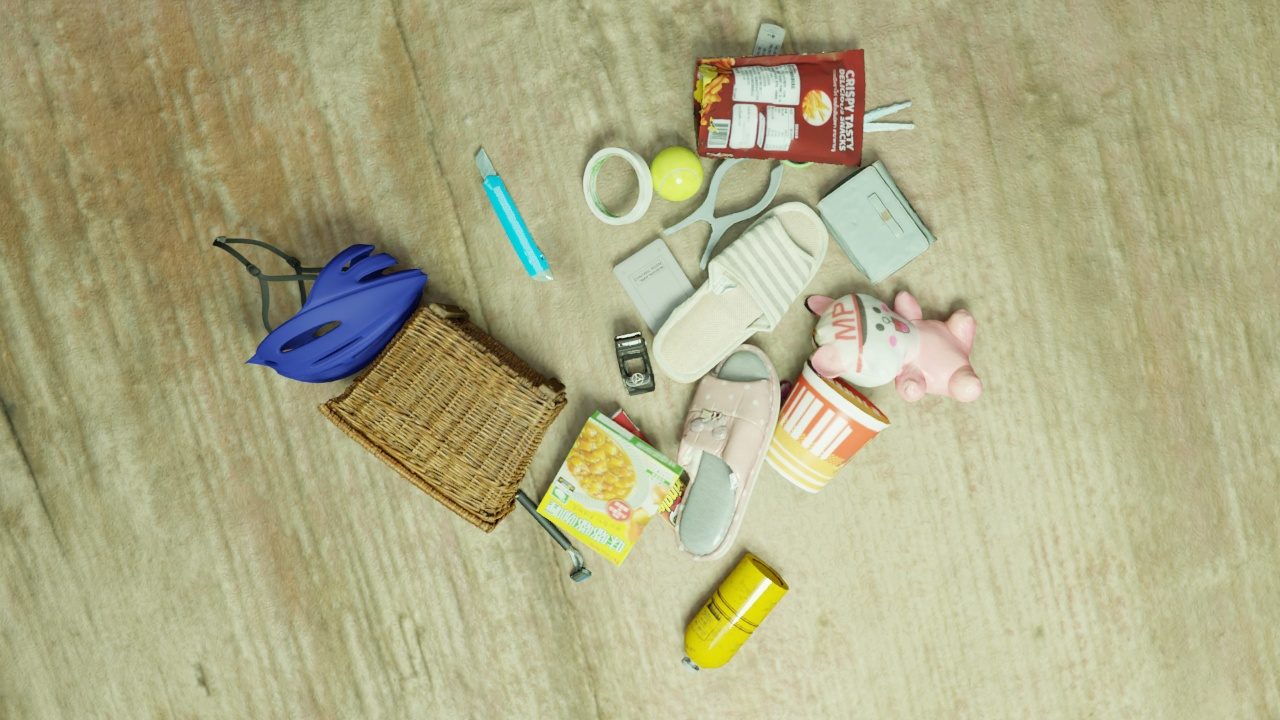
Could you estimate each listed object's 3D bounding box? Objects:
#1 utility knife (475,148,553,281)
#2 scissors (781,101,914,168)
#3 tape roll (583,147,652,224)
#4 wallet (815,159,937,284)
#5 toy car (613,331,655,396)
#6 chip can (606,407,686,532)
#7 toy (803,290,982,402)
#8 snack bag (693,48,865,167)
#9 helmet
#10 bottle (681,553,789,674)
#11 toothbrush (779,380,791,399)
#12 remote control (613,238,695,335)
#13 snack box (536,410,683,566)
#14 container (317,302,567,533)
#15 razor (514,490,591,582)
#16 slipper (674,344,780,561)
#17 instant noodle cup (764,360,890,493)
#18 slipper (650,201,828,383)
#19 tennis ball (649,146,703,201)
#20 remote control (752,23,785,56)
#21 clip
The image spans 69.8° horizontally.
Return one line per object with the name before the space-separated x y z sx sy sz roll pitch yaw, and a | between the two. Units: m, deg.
utility knife | -0.163 -0.181 1.160 0.031 0.015 0.185 -26 98 2
scissors | 0.254 -0.279 1.132 0.175 0.032 0.093 -2 94 7
tape roll | -0.028 -0.214 1.126 0.094 0.018 0.094 9 107 33
wallet | 0.288 -0.170 1.126 0.100 0.054 0.131 -37 89 5
toy car | -0.007 0.007 1.150 0.040 0.037 0.092 -12 129 2
chip can | 0.024 0.158 1.173 0.052 0.051 0.214 -39 93 6
toy | 0.304 -0.015 1.117 0.213 0.084 0.141 9 60 -4
snack bag | 0.169 -0.302 1.096 0.208 0.066 0.139 -2 95 -3
helmet | -0.397 -0.088 1.113 0.242 0.147 0.227 -36 98 6
bottle | 0.112 0.333 1.180 0.071 0.071 0.164 38 97 -2
toothbrush | 0.135 0.104 1.179 0.016 0.016 0.190 35 97 -3
remote control | 0.035 -0.073 1.162 0.074 0.019 0.151 -33 93 6
snack box | -0.041 0.163 1.154 0.132 0.027 0.168 33 118 6
container | -0.221 0.055 1.118 0.250 0.162 0.183 35 93 1
razor | -0.114 0.228 1.204 0.144 0.022 0.043 52 140 0
slipper | 0.097 0.108 1.118 0.114 0.054 0.274 6 77 41
instant noodle cup | 0.218 0.086 1.127 0.123 0.123 0.121 35 104 -2
slipper | 0.123 -0.082 1.128 0.114 0.054 0.272 43 90 -10
tennis ball | 0.044 -0.228 1.120 0.065 0.065 0.065 0 96 2
remote control | 0.144 -0.344 1.128 0.033 0.013 0.136 15 97 -1
clip | 0.094 -0.208 1.140 0.115 0.028 0.163 42 95 -2
